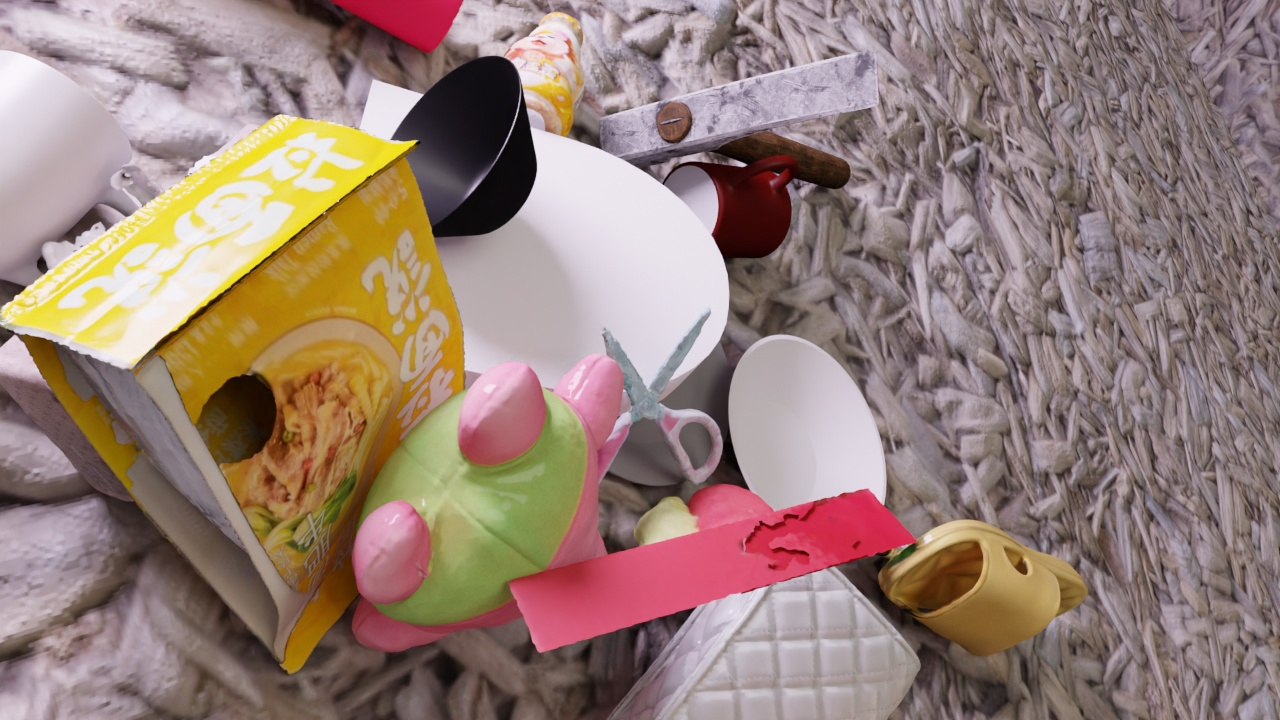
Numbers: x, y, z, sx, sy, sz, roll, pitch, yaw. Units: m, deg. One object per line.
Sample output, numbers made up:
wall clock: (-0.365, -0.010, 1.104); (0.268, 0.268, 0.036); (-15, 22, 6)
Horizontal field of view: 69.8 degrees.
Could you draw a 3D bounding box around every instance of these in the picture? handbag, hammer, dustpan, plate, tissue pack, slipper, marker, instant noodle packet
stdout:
handbag: (0.063, 0.209, 0.529); (0.139, 0.072, 0.194); (47, 75, -16)
hammer: (0.139, -0.180, 0.759); (0.299, 0.218, 0.037); (-4, 90, -55)
dustpan: (-0.069, -0.059, 0.611); (0.257, 0.053, 0.191); (13, 61, -16)
plate: (-0.004, 0.004, 0.658); (0.178, 0.012, 0.178); (18, 60, -34)
tissue pack: (-0.218, -0.033, 0.442); (0.104, 0.071, 0.180); (82, 28, -48)
slipper: (0.293, 0.200, 0.757); (0.263, 0.100, 0.078); (20, 42, -38)
marker: (0.207, 0.154, 0.736); (0.146, 0.017, 0.017); (27, 53, -51)
instant noodle packet: (-0.149, 0.024, 0.430); (0.162, 0.084, 0.222); (-59, 150, -42)
plate: (0.121, 0.068, 0.718); (0.173, 0.036, 0.173); (18, 60, -34)

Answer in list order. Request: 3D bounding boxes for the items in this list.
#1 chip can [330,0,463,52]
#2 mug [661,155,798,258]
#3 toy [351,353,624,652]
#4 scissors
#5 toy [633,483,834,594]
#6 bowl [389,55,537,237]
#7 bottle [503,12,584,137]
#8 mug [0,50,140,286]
chip can: (-0.217, -0.274, 0.567); (0.220, 0.069, 0.069); (22, 58, -32)
mug: (0.076, -0.126, 0.722); (0.082, 0.106, 0.073); (-5, 66, -42)
toy: (-0.066, 0.081, 0.470); (0.097, 0.237, 0.192); (39, 82, 25)
scissors: (0.006, 0.043, 0.582); (0.175, 0.013, 0.170); (28, 97, -47)
toy: (0.062, 0.120, 0.608); (0.135, 0.045, 0.091); (0, 38, -11)
bowl: (-0.099, -0.113, 0.545); (0.052, 0.124, 0.123); (35, 50, -44)
bottle: (-0.070, -0.205, 0.664); (0.063, 0.063, 0.108); (32, 52, -25)
mug: (-0.283, -0.071, 0.427); (0.107, 0.071, 0.089); (54, 48, -43)
